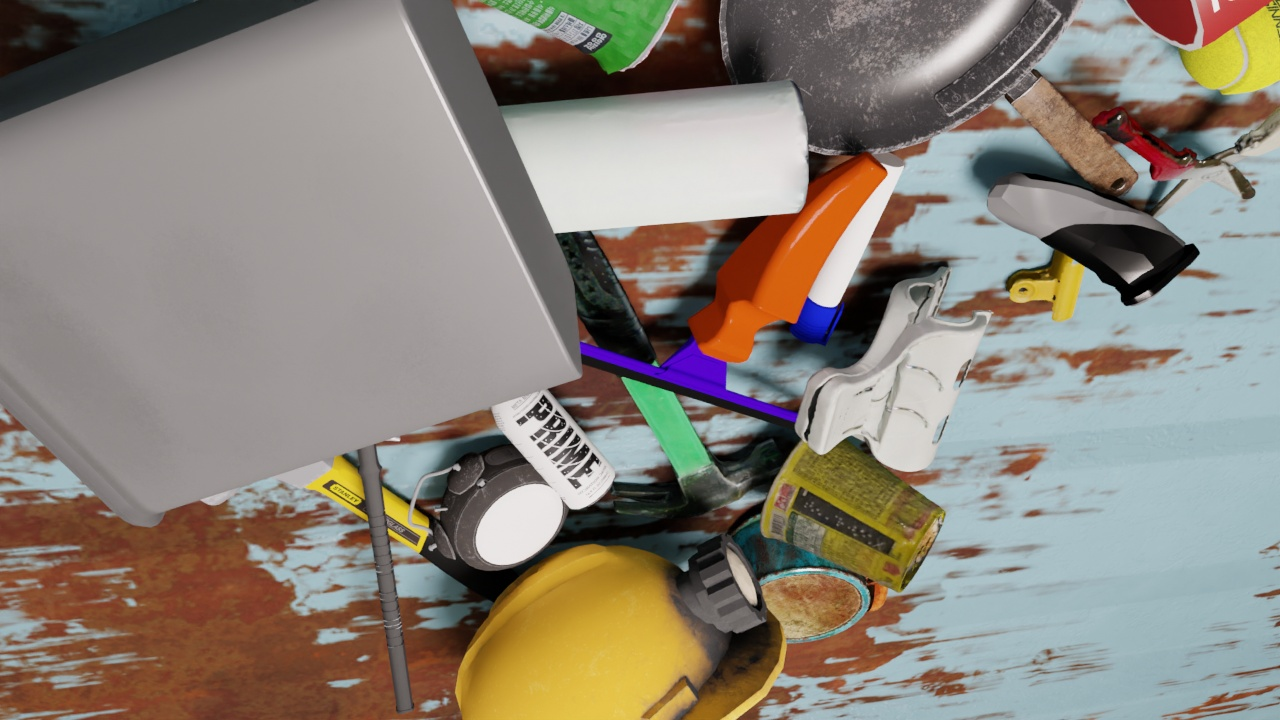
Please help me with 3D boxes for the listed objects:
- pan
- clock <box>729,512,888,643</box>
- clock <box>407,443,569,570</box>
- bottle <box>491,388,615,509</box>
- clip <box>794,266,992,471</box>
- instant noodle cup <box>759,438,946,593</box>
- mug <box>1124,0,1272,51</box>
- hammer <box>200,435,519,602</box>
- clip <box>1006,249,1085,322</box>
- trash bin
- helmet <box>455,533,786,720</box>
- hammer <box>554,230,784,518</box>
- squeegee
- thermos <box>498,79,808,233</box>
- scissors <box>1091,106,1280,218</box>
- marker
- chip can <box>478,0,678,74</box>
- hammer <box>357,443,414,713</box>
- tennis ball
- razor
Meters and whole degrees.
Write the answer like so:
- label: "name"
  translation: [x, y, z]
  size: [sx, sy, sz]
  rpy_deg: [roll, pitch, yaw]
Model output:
- label: "pan"
  translation: [0.189, -0.172, 0.504]
  size: [0.356, 0.040, 0.208]
  rpy_deg: [22, 127, -39]
- label: "clock"
  translation: [0.145, 0.171, 0.764]
  size: [0.158, 0.073, 0.121]
  rpy_deg: [-17, 133, 14]
- label: "clock"
  translation: [-0.097, 0.105, 0.641]
  size: [0.122, 0.044, 0.091]
  rpy_deg: [3, 115, -40]
- label: "bottle"
  translation: [-0.066, 0.045, 0.607]
  size: [0.041, 0.041, 0.116]
  rpy_deg: [-34, 109, 14]
- label: "clip"
  translation: [0.175, 0.019, 0.608]
  size: [0.150, 0.110, 0.127]
  rpy_deg: [-40, 146, -44]
- label: "instant noodle cup"
  translation: [0.158, 0.111, 0.672]
  size: [0.102, 0.108, 0.102]
  rpy_deg: [-40, 147, -34]
- label: "mug"
  translation: [0.291, -0.232, 0.455]
  size: [0.097, 0.080, 0.116]
  rpy_deg: [-36, 123, 15]
- label: "hammer"
  translation: [-0.157, 0.133, 0.682]
  size: [0.127, 0.029, 0.323]
  rpy_deg: [-32, 131, 12]
- label: "clip"
  translation: [0.286, -0.052, 0.643]
  size: [0.048, 0.046, 0.054]
  rpy_deg: [-31, 138, -22]
- label: "trash bin"
  translation: [-0.160, -0.047, 0.387]
  size: [0.220, 0.097, 0.192]
  rpy_deg: [-18, 128, 6]
- label: "helmet"
  translation: [-0.038, 0.205, 0.668]
  size: [0.256, 0.205, 0.131]
  rpy_deg: [-29, 98, 14]
- label: "hammer"
  translation: [-0.004, 0.004, 0.610]
  size: [0.130, 0.032, 0.319]
  rpy_deg: [-24, 131, 6]
- label: "squeegee"
  translation: [0.077, -0.049, 0.553]
  size: [0.249, 0.055, 0.185]
  rpy_deg: [18, 126, -35]
- label: "thermos"
  translation: [-0.035, -0.098, 0.463]
  size: [0.230, 0.067, 0.068]
  rpy_deg: [-5, 132, 2]
- label: "scissors"
  translation: [0.349, -0.133, 0.536]
  size: [0.198, 0.015, 0.180]
  rpy_deg: [7, 155, -34]
- label: "marker"
  translation: [0.131, -0.069, 0.587]
  size: [0.027, 0.023, 0.133]
  rpy_deg: [23, 126, 6]
- label: "chip can"
  translation: [-0.089, -0.199, 0.383]
  size: [0.223, 0.075, 0.076]
  rpy_deg: [18, 123, -27]
- label: "hammer"
  translation: [-0.179, 0.108, 0.600]
  size: [0.095, 0.015, 0.325]
  rpy_deg: [-7, 116, -14]
- label: "tennis ball"
  translation: [0.341, -0.185, 0.517]
  size: [0.065, 0.065, 0.065]
  rpy_deg: [-8, 131, -9]
- label: "razor"
  translation: [0.281, -0.083, 0.580]
  size: [0.156, 0.060, 0.057]
  rpy_deg: [27, 149, -20]
